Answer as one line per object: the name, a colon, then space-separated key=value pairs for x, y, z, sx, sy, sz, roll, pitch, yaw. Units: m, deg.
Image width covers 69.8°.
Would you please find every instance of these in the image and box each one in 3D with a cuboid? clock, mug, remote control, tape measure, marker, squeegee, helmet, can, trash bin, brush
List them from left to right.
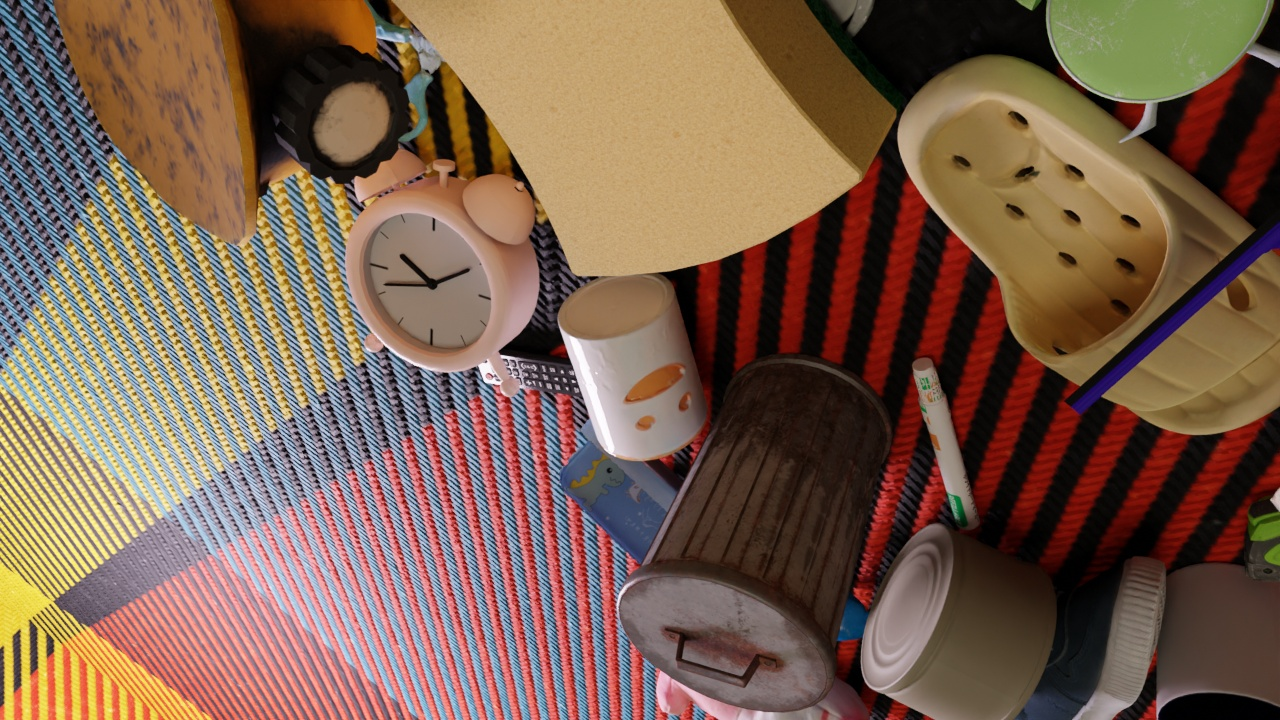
helmet: x=-0.226 y=-0.192 z=0.521 sx=0.255 sy=0.131 sz=0.206 roll=39 pitch=137 yaw=27
clock: x=-0.135 y=-0.066 z=0.650 sx=0.131 sy=0.086 sz=0.161 roll=17 pitch=127 yaw=15
remote control: x=-0.071 y=0.009 z=0.718 sx=0.147 sy=0.015 sz=0.033 roll=8 pitch=133 yaw=23
brush: x=-0.011 y=-0.170 z=0.460 sx=0.196 sy=0.075 sz=0.250 roll=-13 pitch=123 yaw=42
mug: x=-0.004 y=0.004 z=0.627 sx=0.082 sy=0.082 sz=0.105 roll=4 pitch=131 yaw=27
trash bin: x=0.079 y=0.109 z=0.583 sx=0.131 sy=0.210 sz=0.131 roll=16 pitch=136 yaw=16
marker: x=0.203 y=0.058 z=0.609 sx=0.017 sy=0.017 sz=0.145 roll=-4 pitch=128 yaw=32
can: x=0.216 y=0.185 z=0.636 sx=0.073 sy=0.127 sz=0.128 roll=26 pitch=138 yaw=0
clock: x=0.209 y=-0.156 z=0.375 sx=0.095 sy=0.042 sz=0.119 roll=-28 pitch=98 yaw=39
mug: x=0.386 y=0.190 z=0.572 sx=0.112 sy=0.096 sz=0.079 roll=-1 pitch=129 yaw=30
tape measure: x=0.390 y=0.106 z=0.535 sx=0.066 sy=0.035 sz=0.059 roll=-4 pitch=127 yaw=33
squeegee: x=0.335 y=-0.029 z=0.414 sx=0.184 sy=0.055 sz=0.250 roll=34 pitch=110 yaw=-22

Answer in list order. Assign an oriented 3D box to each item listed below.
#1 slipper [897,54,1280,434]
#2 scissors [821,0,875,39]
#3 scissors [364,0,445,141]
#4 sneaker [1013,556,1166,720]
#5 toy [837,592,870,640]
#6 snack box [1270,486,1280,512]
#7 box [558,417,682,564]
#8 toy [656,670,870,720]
slipper: x=0.233 y=-0.042 z=0.455 sx=0.261 sy=0.079 sz=0.112 roll=40 pitch=134 yaw=-10
scissors: x=0.113 y=-0.211 z=0.406 sx=0.131 sy=0.019 sz=0.150 roll=-5 pitch=128 yaw=36
scissors: x=-0.147 y=-0.198 z=0.571 sx=0.139 sy=0.015 sz=0.120 roll=-29 pitch=110 yaw=40
sneaker: x=0.298 y=0.203 z=0.648 sx=0.087 sy=0.089 sz=0.236 roll=18 pitch=141 yaw=20
toy: x=0.136 y=0.188 z=0.736 sx=0.176 sy=0.070 sz=0.113 roll=18 pitch=125 yaw=14
snack box: x=0.388 y=0.025 z=0.407 sx=0.147 sy=0.041 sz=0.143 roll=-7 pitch=134 yaw=-5
box: x=0.020 y=0.135 z=0.697 sx=0.210 sy=0.072 sz=0.079 roll=43 pitch=97 yaw=15
toy: x=0.121 y=0.316 z=0.852 sx=0.213 sy=0.084 sz=0.142 roll=21 pitch=139 yaw=13
